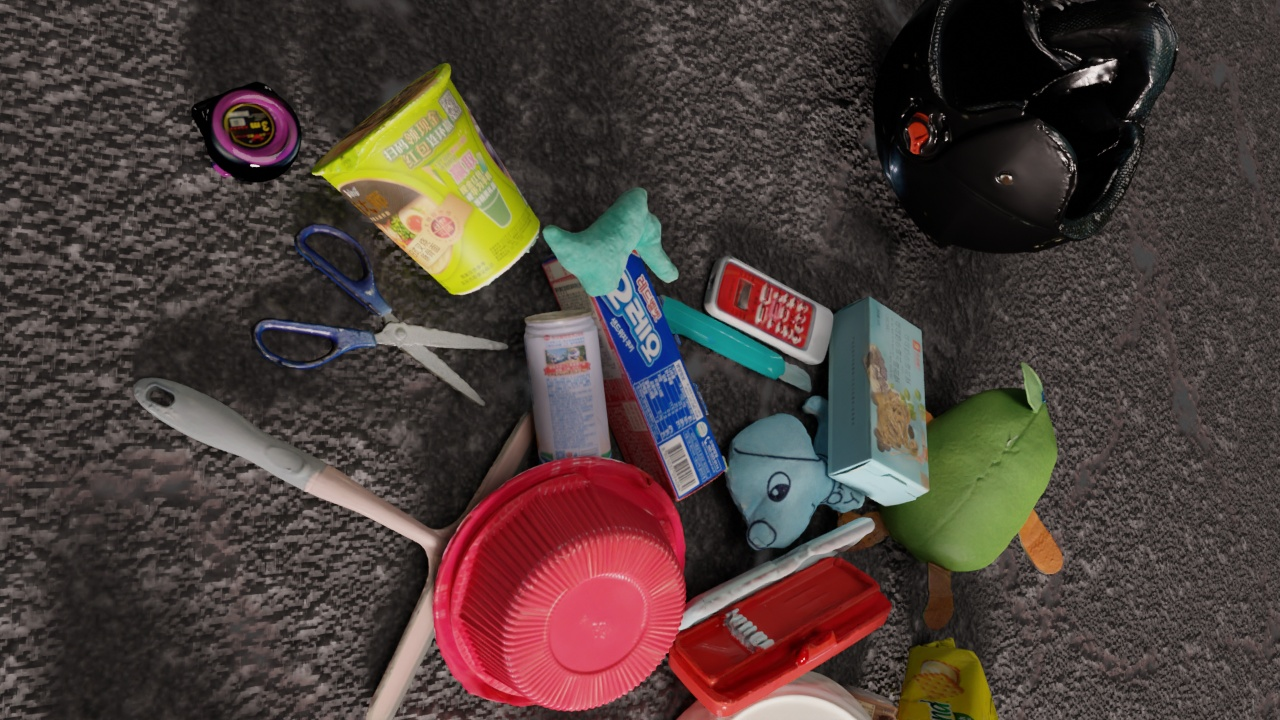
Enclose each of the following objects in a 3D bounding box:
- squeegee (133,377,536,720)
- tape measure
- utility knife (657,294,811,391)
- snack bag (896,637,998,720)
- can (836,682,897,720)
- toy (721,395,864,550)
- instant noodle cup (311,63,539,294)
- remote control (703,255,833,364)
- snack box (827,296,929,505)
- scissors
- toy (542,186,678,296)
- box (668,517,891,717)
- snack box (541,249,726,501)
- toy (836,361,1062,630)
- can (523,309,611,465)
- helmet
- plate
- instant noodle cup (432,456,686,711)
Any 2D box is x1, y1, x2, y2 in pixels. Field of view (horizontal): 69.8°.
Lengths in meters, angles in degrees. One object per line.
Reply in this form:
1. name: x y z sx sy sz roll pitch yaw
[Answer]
1. squeegee: -0.202 0.079 0.586 0.249 0.040 0.247 35 68 -24
2. tape measure: -0.245 -0.142 0.579 0.057 0.039 0.058 -37 100 -29
3. utility knife: 0.078 -0.012 0.784 0.186 0.013 0.029 25 74 -26
4. snack bag: 0.268 0.356 0.775 0.246 0.068 0.158 -28 103 -66
5. can: 0.179 0.342 0.787 0.058 0.059 0.116 28 72 -27
6. toy: 0.131 0.093 0.785 0.156 0.050 0.161 23 59 -20
7. instant noodle cup: -0.133 -0.113 0.612 0.111 0.112 0.123 -51 118 -25
8. remote control: 0.115 -0.043 0.806 0.136 0.020 0.055 24 72 -28
9. snack box: 0.209 0.034 0.811 0.074 0.052 0.174 27 53 -27
10. scissors: -0.179 -0.020 0.619 0.162 0.012 0.162 -32 98 -27
11. toy: -0.014 -0.082 0.657 0.091 0.030 0.096 -49 113 -25
12. box: 0.114 0.188 0.736 0.201 0.095 0.099 -17 127 -33
13. snack box: -0.004 0.004 0.704 0.057 0.058 0.207 -28 101 -31
14. toy: 0.299 0.119 0.853 0.227 0.090 0.246 45 80 3
15. can: -0.051 0.033 0.663 0.053 0.053 0.134 -12 101 -32
16. helmet: 0.324 -0.224 0.833 0.232 0.231 0.275 -42 100 -29
17. plate: 0.113 0.345 0.715 0.204 0.046 0.204 3 77 -12
18. instant noodle cup: -0.040 0.166 0.628 0.193 0.066 0.194 -9 111 -25
